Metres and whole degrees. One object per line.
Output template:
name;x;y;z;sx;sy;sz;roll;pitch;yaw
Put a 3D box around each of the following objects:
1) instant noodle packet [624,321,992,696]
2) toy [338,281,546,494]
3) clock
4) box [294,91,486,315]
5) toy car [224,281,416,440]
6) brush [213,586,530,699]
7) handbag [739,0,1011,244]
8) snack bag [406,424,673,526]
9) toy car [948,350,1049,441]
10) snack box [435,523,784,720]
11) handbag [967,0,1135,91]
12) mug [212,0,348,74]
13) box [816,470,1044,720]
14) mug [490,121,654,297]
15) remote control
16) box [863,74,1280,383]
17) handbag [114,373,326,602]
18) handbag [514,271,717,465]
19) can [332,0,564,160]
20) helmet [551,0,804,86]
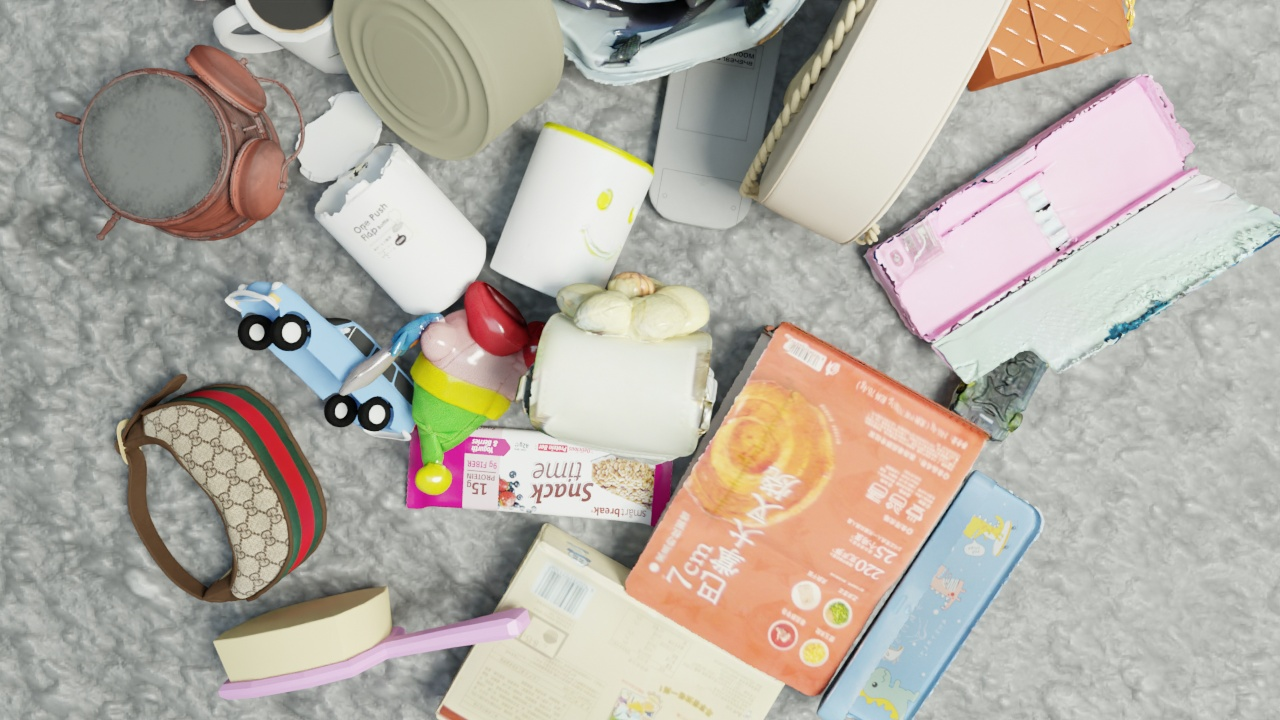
instant noodle packet;0.110;0.106;0.638;0.164;0.084;0.221;29;89;-3
toy;-0.123;0.018;0.628;0.131;0.124;0.096;-38;57;14
clock;-0.307;-0.148;0.636;0.158;0.072;0.120;-16;95;3
box;-0.180;-0.113;0.645;0.083;0.143;0.136;-35;124;7
toy car;-0.212;-0.002;0.630;0.153;0.056;0.054;54;53;-36
brush;-0.188;0.189;0.643;0.229;0.089;0.043;-15;90;14
handbag;0.152;-0.173;0.557;0.103;0.210;0.209;27;104;-1
snack bag;-0.075;0.084;0.682;0.196;0.016;0.070;5;97;0
toy car;0.263;0.008;0.663;0.048;0.033;0.105;34;81;0
snack box;-0.021;0.239;0.676;0.207;0.055;0.153;30;94;-2
handbag;0.267;-0.287;0.625;0.109;0.060;0.172;-16;95;-2
mug;-0.232;-0.235;0.618;0.105;0.089;0.073;-23;94;2
box;0.204;0.177;0.669;0.120;0.049;0.209;28;96;-43
mug;-0.048;-0.098;0.632;0.082;0.082;0.106;23;95;-1
remote control;0.052;-0.171;0.656;0.074;0.019;0.151;10;94;0
box;0.294;-0.079;0.640;0.230;0.066;0.158;-33;70;3
handbag;-0.315;0.096;0.668;0.138;0.063;0.166;-27;95;13
handbag;-0.004;0.003;0.599;0.112;0.171;0.123;7;88;7
can;-0.121;-0.199;0.579;0.128;0.128;0.073;41;57;-3
helmet;0.006;-0.311;0.565;0.264;0.163;0.237;-2;125;26
